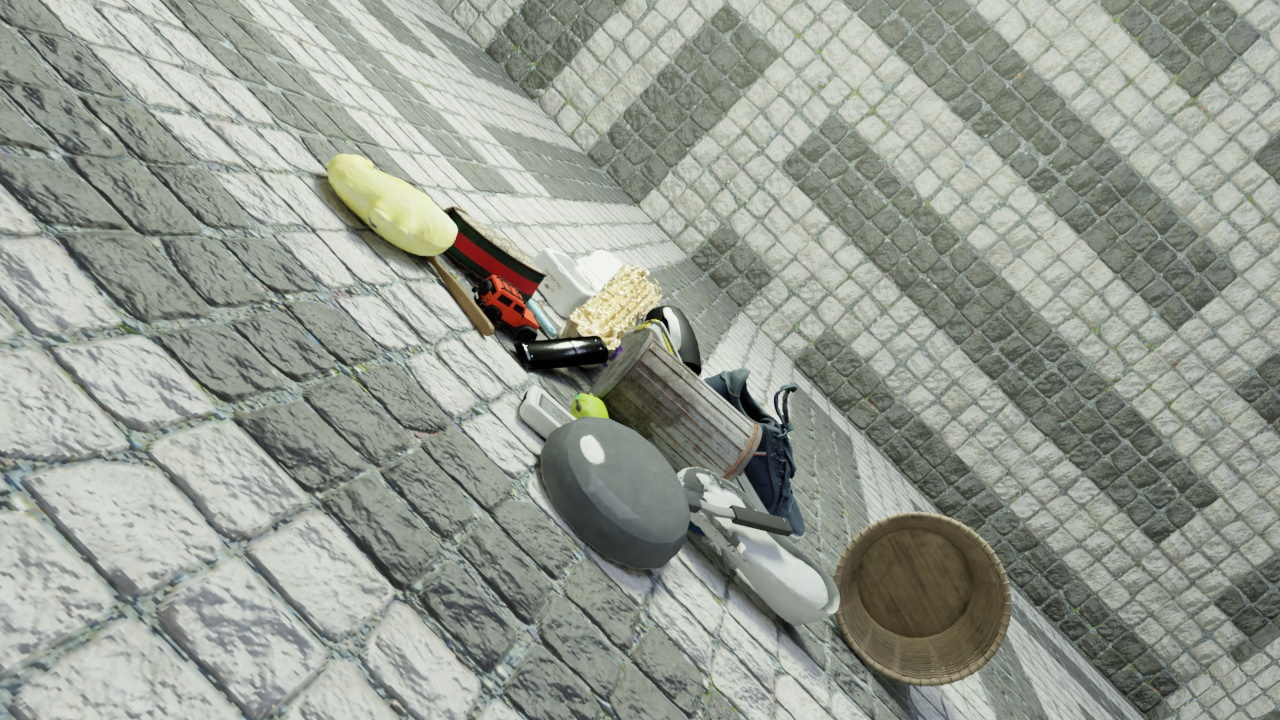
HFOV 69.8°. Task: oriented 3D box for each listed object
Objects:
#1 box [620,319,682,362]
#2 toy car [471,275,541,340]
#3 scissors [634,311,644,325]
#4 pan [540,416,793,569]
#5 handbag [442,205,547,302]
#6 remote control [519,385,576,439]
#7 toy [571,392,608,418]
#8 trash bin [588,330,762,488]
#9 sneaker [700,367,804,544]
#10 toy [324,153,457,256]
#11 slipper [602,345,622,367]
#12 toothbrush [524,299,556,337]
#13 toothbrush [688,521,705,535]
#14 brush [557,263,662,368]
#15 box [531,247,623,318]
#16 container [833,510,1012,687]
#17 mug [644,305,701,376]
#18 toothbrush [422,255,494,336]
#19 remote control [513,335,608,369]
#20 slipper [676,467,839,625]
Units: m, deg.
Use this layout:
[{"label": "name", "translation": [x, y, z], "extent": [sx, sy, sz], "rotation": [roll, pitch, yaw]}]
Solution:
[{"label": "box", "translation": [0.041, 0.044, 1.255], "extent": [0.209, 0.064, 0.033], "rotation": [64, 28, -13]}, {"label": "toy car", "translation": [-0.163, -0.064, 1.135], "extent": [0.100, 0.049, 0.051], "rotation": [34, 17, -41]}, {"label": "scissors", "translation": [-0.019, 0.002, 1.258], "extent": [0.131, 0.013, 0.169], "rotation": [-3, 83, -51]}, {"label": "pan", "translation": [0.049, 0.149, 0.987], "extent": [0.356, 0.041, 0.178], "rotation": [20, 35, -38]}, {"label": "handbag", "translation": [-0.205, -0.150, 1.249], "extent": [0.166, 0.063, 0.138], "rotation": [35, 10, -15]}, {"label": "remote control", "translation": [-0.075, 0.084, 1.002], "extent": [0.138, 0.025, 0.060], "rotation": [42, 13, -13]}, {"label": "toy", "translation": [-0.048, 0.080, 1.082], "extent": [0.093, 0.036, 0.094], "rotation": [46, 19, -21]}, {"label": "trash bin", "translation": [0.048, 0.076, 1.173], "extent": [0.211, 0.131, 0.130], "rotation": [42, 14, -10]}, {"label": "sneaker", "translation": [0.194, 0.134, 1.346], "extent": [0.294, 0.127, 0.120], "rotation": [61, 23, -14]}, {"label": "toy", "translation": [-0.290, -0.182, 1.071], "extent": [0.170, 0.065, 0.154], "rotation": [32, 19, -24]}, {"label": "slipper", "translation": [0.039, 0.027, 1.397], "extent": [0.266, 0.084, 0.107], "rotation": [43, 13, -8]}, {"label": "toothbrush", "translation": [-0.162, -0.088, 1.285], "extent": [0.022, 0.016, 0.155], "rotation": [-25, 63, -30]}, {"label": "toothbrush", "translation": [0.075, 0.204, 1.122], "extent": [0.166, 0.014, 0.016], "rotation": [29, 20, -48]}, {"label": "brush", "translation": [-0.041, -0.068, 1.344], "extent": [0.083, 0.057, 0.270], "rotation": [42, 32, 0]}, {"label": "box", "translation": [-0.097, -0.123, 1.458], "extent": [0.110, 0.083, 0.190], "rotation": [50, 31, 15]}, {"label": "container", "translation": [0.391, 0.323, 1.300], "extent": [0.227, 0.227, 0.196], "rotation": [48, 7, 13]}, {"label": "mug", "translation": [0.041, -0.032, 1.309], "extent": [0.119, 0.085, 0.100], "rotation": [97, -14, -64]}, {"label": "toothbrush", "translation": [-0.224, -0.089, 1.100], "extent": [0.167, 0.016, 0.016], "rotation": [50, 15, 22]}, {"label": "remote control", "translation": [-0.096, -0.012, 1.156], "extent": [0.151, 0.020, 0.041], "rotation": [-7, 63, -50]}, {"label": "slipper", "translation": [0.129, 0.222, 1.095], "extent": [0.247, 0.075, 0.112], "rotation": [43, 21, -6]}]
